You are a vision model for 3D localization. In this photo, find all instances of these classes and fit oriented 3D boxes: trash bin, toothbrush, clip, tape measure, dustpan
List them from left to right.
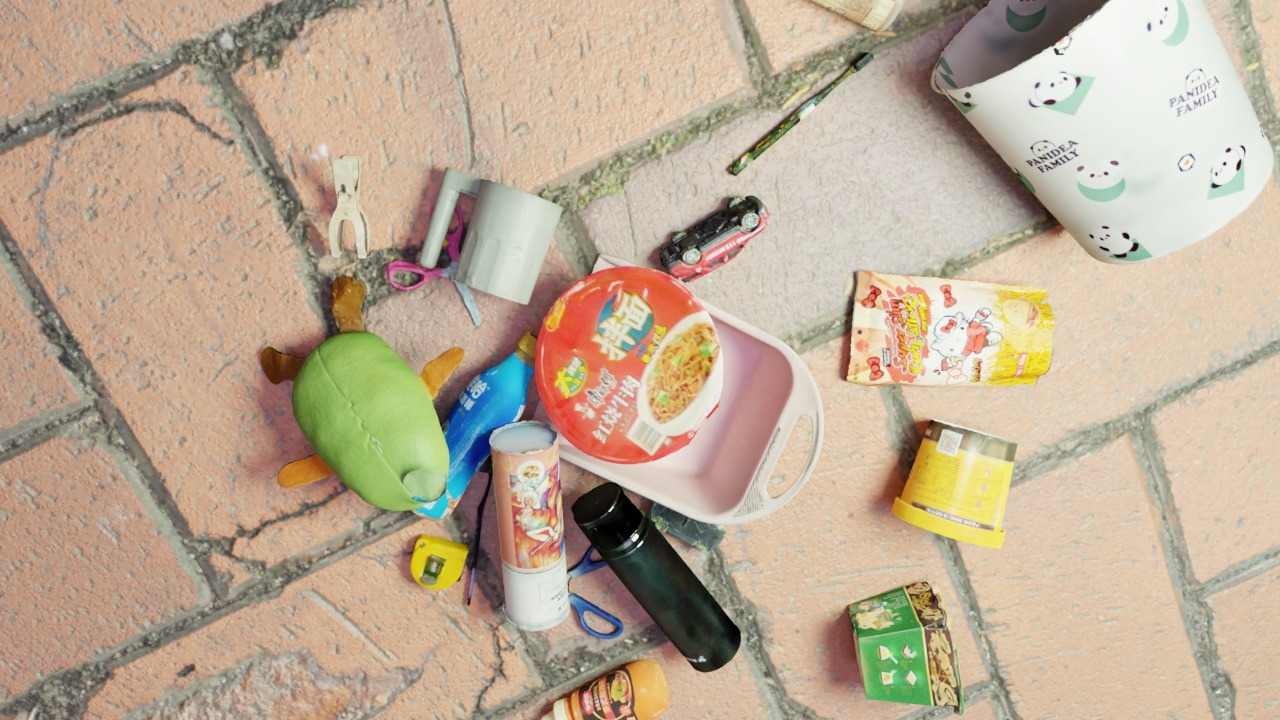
[{"bbox_3d":[-0.289,-0.151,0.907,0.034,0.070,0.100,0,109,-5],"label":"clip"},{"bbox_3d":[-0.222,0.222,1.000,0.060,0.029,0.057,18,101,-9],"label":"tape measure"},{"bbox_3d":[-0.179,0.182,1.004,0.017,0.014,0.189,10,102,0],"label":"toothbrush"},{"bbox_3d":[0.039,0.040,0.932,0.273,0.138,0.223,19,100,-10],"label":"dustpan"},{"bbox_3d":[0.165,-0.253,0.942,0.186,0.017,0.012,-40,106,4],"label":"toothbrush"},{"bbox_3d":[0.449,-0.243,0.877,0.229,0.229,0.252,-44,108,4],"label":"trash bin"}]

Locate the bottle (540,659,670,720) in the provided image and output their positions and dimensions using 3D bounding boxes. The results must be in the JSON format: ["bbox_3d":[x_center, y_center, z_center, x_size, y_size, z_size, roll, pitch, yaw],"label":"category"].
[{"bbox_3d":[-0.043,0.391,1.043,0.149,0.066,0.067,-21,104,6],"label":"bottle"}]

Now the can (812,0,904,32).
[{"bbox_3d":[0.199,-0.372,0.899,0.116,0.058,0.058,22,99,-10],"label":"can"}]

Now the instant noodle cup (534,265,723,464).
[{"bbox_3d":[-0.005,0.005,0.908,0.194,0.065,0.194,0,90,20],"label":"instant noodle cup"}]

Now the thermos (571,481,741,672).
[{"bbox_3d":[0.014,0.234,0.997,0.068,0.090,0.242,-48,115,-27],"label":"thermos"}]

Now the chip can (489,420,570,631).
[{"bbox_3d":[-0.114,0.172,0.948,0.071,0.071,0.215,-4,114,-5],"label":"chip can"}]

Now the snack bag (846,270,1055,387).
[{"bbox_3d":[0.331,-0.029,0.993,0.208,0.073,0.129,3,103,1],"label":"snack bag"}]

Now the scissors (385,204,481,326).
[{"bbox_3d":[-0.198,-0.094,0.942,0.133,0.017,0.133,-21,107,-5],"label":"scissors"}]

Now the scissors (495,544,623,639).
[{"bbox_3d":[-0.078,0.251,1.031,0.162,0.012,0.176,-44,102,5],"label":"scissors"}]

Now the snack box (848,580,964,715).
[{"bbox_3d":[0.297,0.327,1.044,0.106,0.118,0.117,-9,103,9],"label":"snack box"}]

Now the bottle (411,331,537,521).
[{"bbox_3d":[-0.169,0.065,0.954,0.065,0.065,0.219,35,96,-12],"label":"bottle"}]

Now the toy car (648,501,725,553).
[{"bbox_3d":[0.052,0.178,1.017,0.090,0.034,0.043,30,95,-13],"label":"toy car"}]

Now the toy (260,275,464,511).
[{"bbox_3d":[-0.273,0.049,0.911,0.227,0.090,0.246,-37,76,5],"label":"toy"}]

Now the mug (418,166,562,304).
[{"bbox_3d":[-0.150,-0.123,0.905,0.124,0.083,0.103,19,95,7],"label":"mug"}]

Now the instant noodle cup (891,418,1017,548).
[{"bbox_3d":[0.347,0.130,0.999,0.118,0.118,0.114,14,93,-9],"label":"instant noodle cup"}]

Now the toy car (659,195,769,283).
[{"bbox_3d":[0.078,-0.124,0.945,0.120,0.053,0.045,-32,125,8],"label":"toy car"}]
